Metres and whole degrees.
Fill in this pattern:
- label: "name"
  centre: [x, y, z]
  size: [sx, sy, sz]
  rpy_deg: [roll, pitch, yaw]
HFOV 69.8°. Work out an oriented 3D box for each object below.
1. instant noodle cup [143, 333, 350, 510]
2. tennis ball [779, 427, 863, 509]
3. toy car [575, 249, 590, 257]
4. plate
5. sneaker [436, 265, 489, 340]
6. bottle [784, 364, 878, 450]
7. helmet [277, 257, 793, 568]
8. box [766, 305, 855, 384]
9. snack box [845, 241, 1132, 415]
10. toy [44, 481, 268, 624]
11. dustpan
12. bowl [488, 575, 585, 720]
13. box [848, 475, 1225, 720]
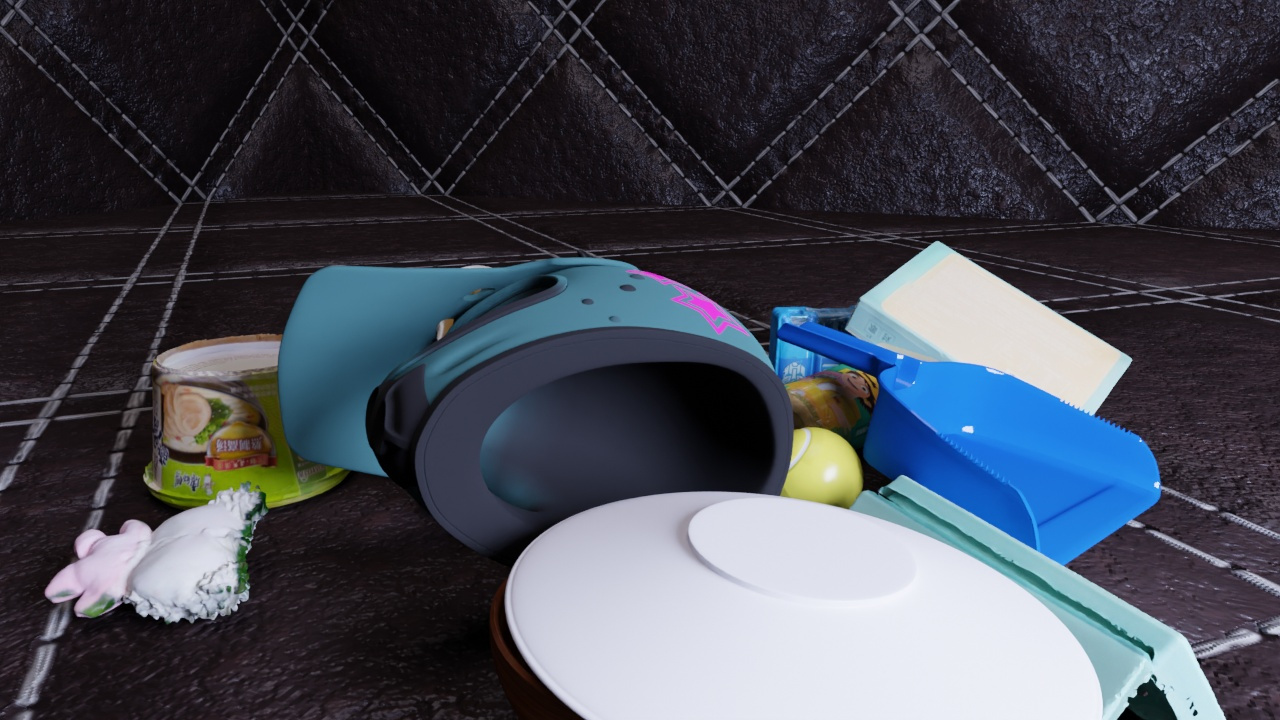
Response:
- label: "instant noodle cup"
  centre: [-0.285, 0.039, 0.667]
  size: [0.146, 0.098, 0.146]
  rpy_deg: [0, 16, 0]
- label: "tennis ball"
  centre: [0.111, 0.076, 0.596]
  size: [0.065, 0.065, 0.065]
  rpy_deg: [0, 15, 0]
- label: "toy car"
  centre: [-0.004, 0.004, 0.732]
  size: [0.094, 0.071, 0.191]
  rpy_deg: [53, 6, 38]
- label: "plate"
  centre: [0.062, 0.086, 0.367]
  size: [0.229, 0.030, 0.229]
  rpy_deg: [6, 14, -2]
- label: "sneaker"
  centre: [-0.142, 0.011, 0.793]
  size: [0.087, 0.079, 0.235]
  rpy_deg: [-5, 39, -3]
- label: "bottle"
  centre: [0.175, 0.035, 0.745]
  size: [0.068, 0.068, 0.209]
  rpy_deg: [15, 21, 42]
- label: "helmet"
  centre: [-0.058, 0.025, 0.540]
  size: [0.274, 0.176, 0.200]
  rpy_deg: [6, 11, -30]
- label: "box"
  centre: [0.233, -0.017, 0.887]
  size: [0.243, 0.094, 0.115]
  rpy_deg: [-2, 19, -8]
- label: "snack box"
  centre: [0.290, -0.014, 0.763]
  size: [0.193, 0.044, 0.141]
  rpy_deg: [38, 47, 22]
- label: "toy"
  centre: [-0.266, 0.112, 0.510]
  size: [0.109, 0.041, 0.095]
  rpy_deg: [-5, 30, -7]
- label: "dustpan"
  centre: [0.199, 0.037, 0.630]
  size: [0.258, 0.059, 0.245]
  rpy_deg: [24, 19, 39]
- label: "bowl"
  centre: [0.011, 0.134, 0.371]
  size: [0.147, 0.069, 0.147]
  rpy_deg: [6, 14, -2]
- label: "box"
  centre: [0.162, 0.134, 0.448]
  size: [0.093, 0.077, 0.188]
  rpy_deg: [-39, 26, -8]
